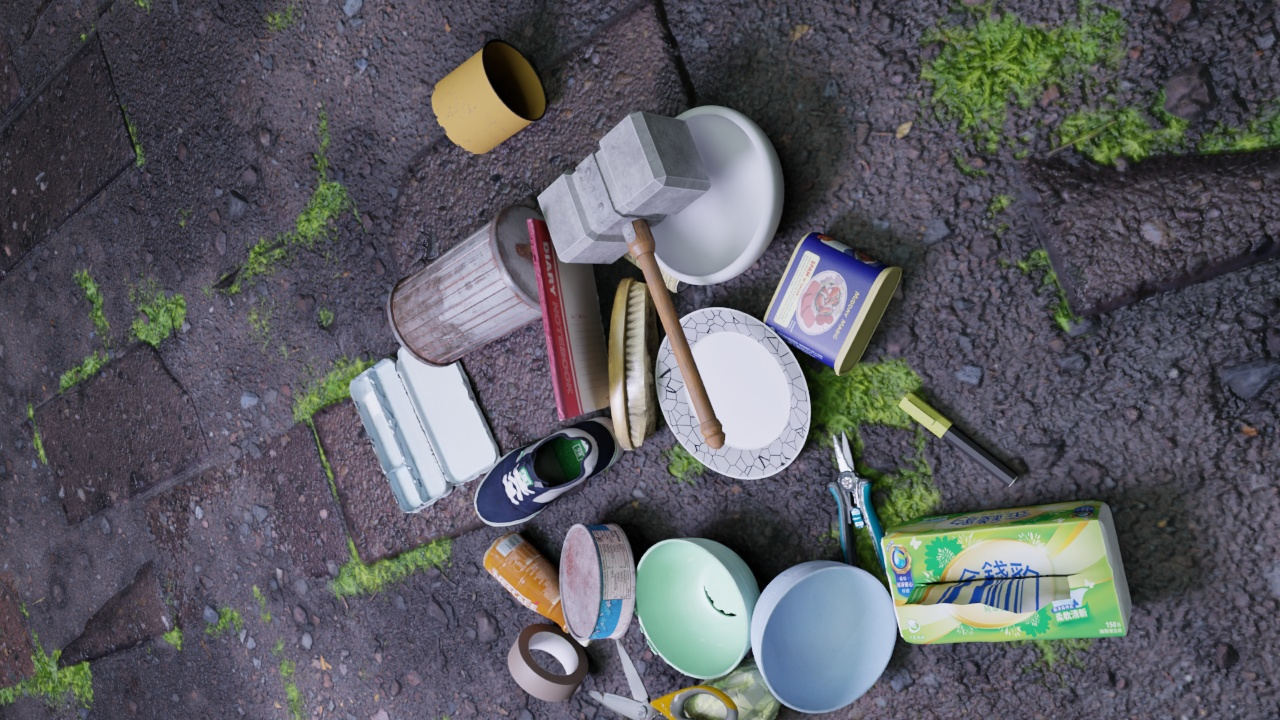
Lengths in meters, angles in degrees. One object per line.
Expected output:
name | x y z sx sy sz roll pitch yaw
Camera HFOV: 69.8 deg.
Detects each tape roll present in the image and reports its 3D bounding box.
tape roll | -0.111 0.363 1.106 0.094 0.093 0.030 39 114 21

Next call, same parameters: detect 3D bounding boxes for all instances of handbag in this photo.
handbag | 0.096 0.398 0.978 0.117 0.113 0.187 49 116 9

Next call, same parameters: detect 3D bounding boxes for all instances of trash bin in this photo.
trash bin | -0.181 -0.085 1.074 0.212 0.130 0.131 -25 83 32

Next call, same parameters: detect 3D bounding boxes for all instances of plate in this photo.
plate | 0.097 0.034 0.968 0.189 0.016 0.189 16 117 34

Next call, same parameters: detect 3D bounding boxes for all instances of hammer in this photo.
hammer | 0.020 -0.062 0.895 0.163 0.082 0.317 -32 72 40

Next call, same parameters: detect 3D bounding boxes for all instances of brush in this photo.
brush | -0.006 0.006 1.020 0.043 0.059 0.195 4 100 22

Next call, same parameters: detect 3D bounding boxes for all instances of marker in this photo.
marker | 0.299 0.074 0.866 0.124 0.021 0.018 40 114 19

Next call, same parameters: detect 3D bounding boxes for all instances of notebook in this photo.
notebook | -0.073 -0.046 1.001 0.012 0.153 0.208 -9 91 18

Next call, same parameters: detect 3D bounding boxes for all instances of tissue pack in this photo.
tissue pack | 0.311 0.195 0.803 0.198 0.141 0.120 -20 85 31

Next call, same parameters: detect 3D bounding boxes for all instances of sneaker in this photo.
sneaker | -0.130 0.138 1.098 0.236 0.078 0.084 -32 80 30

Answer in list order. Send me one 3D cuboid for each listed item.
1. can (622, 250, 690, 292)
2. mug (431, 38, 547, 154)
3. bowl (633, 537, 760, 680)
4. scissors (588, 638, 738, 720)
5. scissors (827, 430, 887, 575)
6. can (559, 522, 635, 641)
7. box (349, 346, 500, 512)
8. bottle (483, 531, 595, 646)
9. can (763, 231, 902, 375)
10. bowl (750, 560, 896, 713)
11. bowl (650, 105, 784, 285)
can | 0.020 -0.109 1.002 0.079 0.038 0.038 37 113 22
mug | -0.175 -0.310 1.068 0.094 0.100 0.123 -23 43 33
bowl | 0.072 0.257 0.987 0.151 0.076 0.151 7 101 40
scissors | 0.013 0.393 0.961 0.226 0.016 0.216 -10 67 48
scissors | 0.221 0.150 0.923 0.144 0.019 0.127 43 121 26
can | -0.051 0.251 1.045 0.130 0.044 0.130 -177 90 -66
box | -0.288 0.079 1.218 0.189 0.037 0.208 -32 80 22
bottle | -0.117 0.281 1.121 0.167 0.059 0.059 38 113 18
can | 0.185 -0.058 0.899 0.092 0.056 0.116 32 111 25
bowl | 0.171 0.263 0.915 0.075 0.150 0.150 -150 63 -69
bowl | 0.080 -0.165 0.935 0.177 0.066 0.176 4 97 43
